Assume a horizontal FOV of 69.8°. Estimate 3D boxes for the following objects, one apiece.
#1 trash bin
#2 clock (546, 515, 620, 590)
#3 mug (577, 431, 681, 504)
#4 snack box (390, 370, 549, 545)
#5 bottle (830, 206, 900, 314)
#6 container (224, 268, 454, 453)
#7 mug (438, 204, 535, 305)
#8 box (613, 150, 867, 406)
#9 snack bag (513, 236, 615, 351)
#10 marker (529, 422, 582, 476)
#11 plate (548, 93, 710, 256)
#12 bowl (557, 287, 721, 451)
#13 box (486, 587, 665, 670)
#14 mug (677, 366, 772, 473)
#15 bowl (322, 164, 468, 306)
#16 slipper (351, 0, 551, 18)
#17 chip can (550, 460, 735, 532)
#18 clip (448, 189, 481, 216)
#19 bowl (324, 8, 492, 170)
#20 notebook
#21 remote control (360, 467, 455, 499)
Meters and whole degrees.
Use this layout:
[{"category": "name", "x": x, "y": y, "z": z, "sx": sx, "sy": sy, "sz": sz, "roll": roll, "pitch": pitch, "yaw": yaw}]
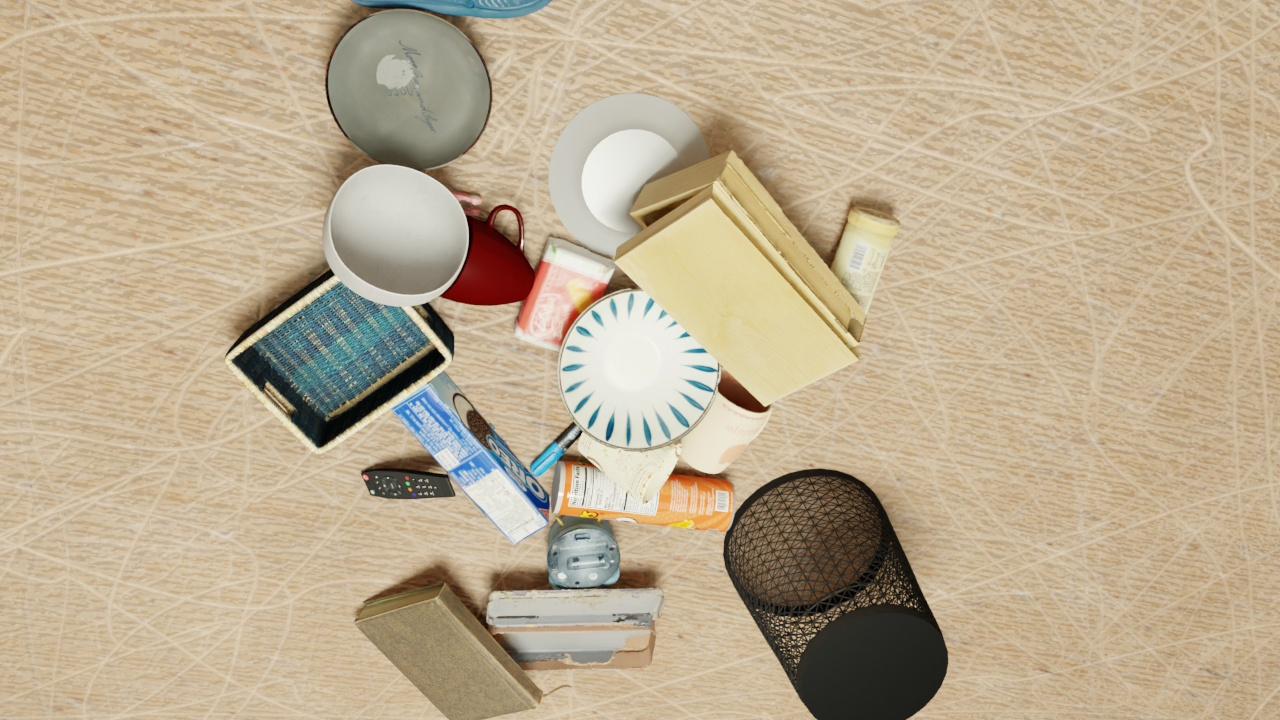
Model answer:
[{"category": "trash bin", "x": 0.230, "y": 0.282, "z": 1.074, "sx": 0.217, "sy": 0.243, "sz": 0.217, "roll": -3, "pitch": 114, "yaw": -7}, {"category": "clock", "x": -0.070, "y": 0.241, "z": 1.119, "sx": 0.088, "sy": 0.051, "sz": 0.125, "roll": -6, "pitch": 115, "yaw": -7}, {"category": "mug", "x": -0.004, "y": 0.086, "z": 1.041, "sx": 0.097, "sy": 0.081, "sz": 0.122, "roll": 31, "pitch": 81, "yaw": 16}, {"category": "snack box", "x": -0.188, "y": 0.108, "z": 1.040, "sx": 0.059, "sy": 0.059, "sz": 0.226, "roll": -32, "pitch": 113, "yaw": 9}, {"category": "bottle", "x": 0.233, "y": -0.086, "z": 1.017, "sx": 0.056, "sy": 0.056, "sz": 0.162, "roll": 11, "pitch": 112, "yaw": -13}, {"category": "container", "x": -0.309, "y": -0.013, "z": 0.961, "sx": 0.187, "sy": 0.071, "sz": 0.145, "roll": -34, "pitch": 114, "yaw": 7}, {"category": "mug", "x": -0.150, "y": -0.105, "z": 0.944, "sx": 0.088, "sy": 0.087, "sz": 0.114, "roll": 20, "pitch": 104, "yaw": -35}, {"category": "box", "x": 0.106, "y": -0.071, "z": 0.927, "sx": 0.249, "sy": 0.141, "sz": 0.122, "roll": 43, "pitch": 60, "yaw": -29}, {"category": "snack bag", "x": -0.083, "y": -0.067, "z": 0.990, "sx": 0.077, "sy": 0.036, "sz": 0.116, "roll": 19, "pitch": 109, "yaw": -16}, {"category": "marker", "x": -0.085, "y": 0.092, "z": 1.071, "sx": 0.018, "sy": 0.015, "sz": 0.123, "roll": 41, "pitch": 101, "yaw": -22}, {"category": "plate", "x": -0.009, "y": -0.188, "z": 0.957, "sx": 0.172, "sy": 0.019, "sz": 0.173, "roll": -3, "pitch": 114, "yaw": -7}, {"category": "bowl", "x": -0.006, "y": 0.006, "z": 1.006, "sx": 0.177, "sy": 0.071, "sz": 0.177, "roll": -2, "pitch": 100, "yaw": -10}, {"category": "box", "x": -0.083, "y": 0.332, "z": 1.144, "sx": 0.216, "sy": 0.058, "sz": 0.154, "roll": 2, "pitch": 127, "yaw": -9}, {"category": "mug", "x": 0.102, "y": 0.073, "z": 1.061, "sx": 0.111, "sy": 0.085, "sz": 0.104, "roll": 2, "pitch": 127, "yaw": -40}, {"category": "bowl", "x": -0.235, "y": -0.113, "z": 0.874, "sx": 0.131, "sy": 0.065, "sz": 0.131, "roll": 8, "pitch": 73, "yaw": -26}, {"category": "slipper", "x": -0.175, "y": -0.365, "z": 0.836, "sx": 0.214, "sy": 0.059, "sz": 0.104, "roll": 3, "pitch": 104, "yaw": 5}, {"category": "chip can", "x": 0.003, "y": 0.162, "z": 1.088, "sx": 0.210, "sy": 0.062, "sz": 0.062, "roll": 8, "pitch": 112, "yaw": -12}, {"category": "clip", "x": -0.191, "y": -0.168, "z": 0.940, "sx": 0.059, "sy": 0.022, "sz": 0.038, "roll": 9, "pitch": 109, "yaw": -18}, {"category": "bowl", "x": -0.218, "y": -0.259, "z": 0.875, "sx": 0.150, "sy": 0.056, "sz": 0.151, "roll": -3, "pitch": 115, "yaw": -7}, {"category": "notebook", "x": -0.216, "y": 0.360, "z": 1.121, "sx": 0.191, "sy": 0.034, "sz": 0.215, "roll": -21, "pitch": 117, "yaw": 27}, {"category": "remote control", "x": -0.261, "y": 0.139, "z": 1.036, "sx": 0.125, "sy": 0.010, "sz": 0.039, "roll": -2, "pitch": 118, "yaw": 28}]
